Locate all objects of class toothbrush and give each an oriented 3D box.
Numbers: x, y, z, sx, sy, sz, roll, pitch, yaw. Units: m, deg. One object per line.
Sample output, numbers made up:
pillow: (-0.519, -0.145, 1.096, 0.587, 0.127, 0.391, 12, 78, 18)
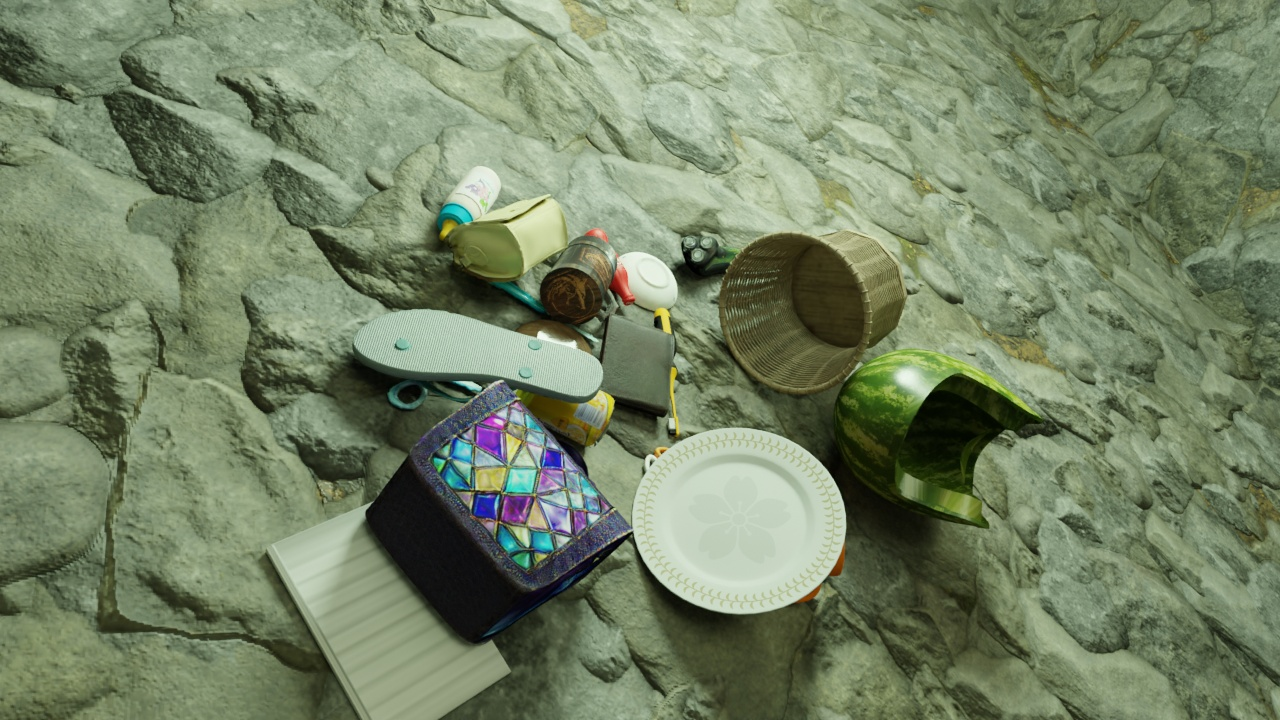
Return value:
toothbrush: (0.037, 0.012, 1.215, 0.030, 0.031, 0.196, 4, 57, -16)

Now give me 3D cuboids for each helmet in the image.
helmet: (0.381, 0.093, 1.248, 0.247, 0.213, 0.243, 25, 6, -5)

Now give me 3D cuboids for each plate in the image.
plate: (0.013, -0.119, 1.307, 0.104, 0.026, 0.104, 20, 46, -22)
plate: (0.112, 0.180, 1.055, 0.242, 0.016, 0.242, -3, 50, 3)

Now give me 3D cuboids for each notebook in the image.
notebook: (-0.230, 0.233, 0.848, 0.142, 0.009, 0.209, -21, 70, -45)

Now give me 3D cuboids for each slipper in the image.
slipper: (-0.176, 0.002, 1.008, 0.268, 0.055, 0.098, 9, 48, -7)

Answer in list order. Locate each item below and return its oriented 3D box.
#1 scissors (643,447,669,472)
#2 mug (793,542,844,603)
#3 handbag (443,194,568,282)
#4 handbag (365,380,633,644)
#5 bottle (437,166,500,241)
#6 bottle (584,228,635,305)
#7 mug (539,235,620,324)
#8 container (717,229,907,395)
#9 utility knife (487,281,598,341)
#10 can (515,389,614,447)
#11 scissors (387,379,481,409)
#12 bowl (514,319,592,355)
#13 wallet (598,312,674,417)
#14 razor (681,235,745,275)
scissors: (0.053, 0.160, 1.112, 0.063, 0.013, 0.128, -27, 72, -45)
mug: (0.185, 0.233, 1.088, 0.096, 0.077, 0.112, 1, 93, 0)
handbag: (-0.166, -0.150, 1.133, 0.119, 0.111, 0.081, -42, 127, -54)
handbag: (-0.128, 0.142, 0.910, 0.205, 0.126, 0.221, 48, 36, 8)
bottle: (-0.226, -0.196, 1.180, 0.051, 0.051, 0.145, 32, 43, -10)
bottle: (-0.041, -0.127, 1.266, 0.036, 0.036, 0.119, -11, 63, -41)
mug: (-0.068, -0.092, 1.189, 0.116, 0.080, 0.107, 59, 25, -22)
container: (0.259, -0.084, 1.321, 0.227, 0.228, 0.195, 52, 36, 12)
utility knife: (-0.130, -0.071, 1.173, 0.181, 0.015, 0.022, 31, 23, -13)
can: (-0.088, 0.050, 1.061, 0.105, 0.068, 0.067, 28, 44, -14)
scissors: (-0.245, 0.001, 1.031, 0.137, 0.011, 0.133, 48, 45, 9)
bowl: (-0.103, -0.008, 1.126, 0.117, 0.030, 0.117, 20, 46, -22)
wallet: (-0.007, 0.007, 1.168, 0.099, 0.031, 0.119, 18, 62, -22)
razor: (0.118, -0.160, 1.392, 0.151, 0.067, 0.054, -4, 62, -48)
